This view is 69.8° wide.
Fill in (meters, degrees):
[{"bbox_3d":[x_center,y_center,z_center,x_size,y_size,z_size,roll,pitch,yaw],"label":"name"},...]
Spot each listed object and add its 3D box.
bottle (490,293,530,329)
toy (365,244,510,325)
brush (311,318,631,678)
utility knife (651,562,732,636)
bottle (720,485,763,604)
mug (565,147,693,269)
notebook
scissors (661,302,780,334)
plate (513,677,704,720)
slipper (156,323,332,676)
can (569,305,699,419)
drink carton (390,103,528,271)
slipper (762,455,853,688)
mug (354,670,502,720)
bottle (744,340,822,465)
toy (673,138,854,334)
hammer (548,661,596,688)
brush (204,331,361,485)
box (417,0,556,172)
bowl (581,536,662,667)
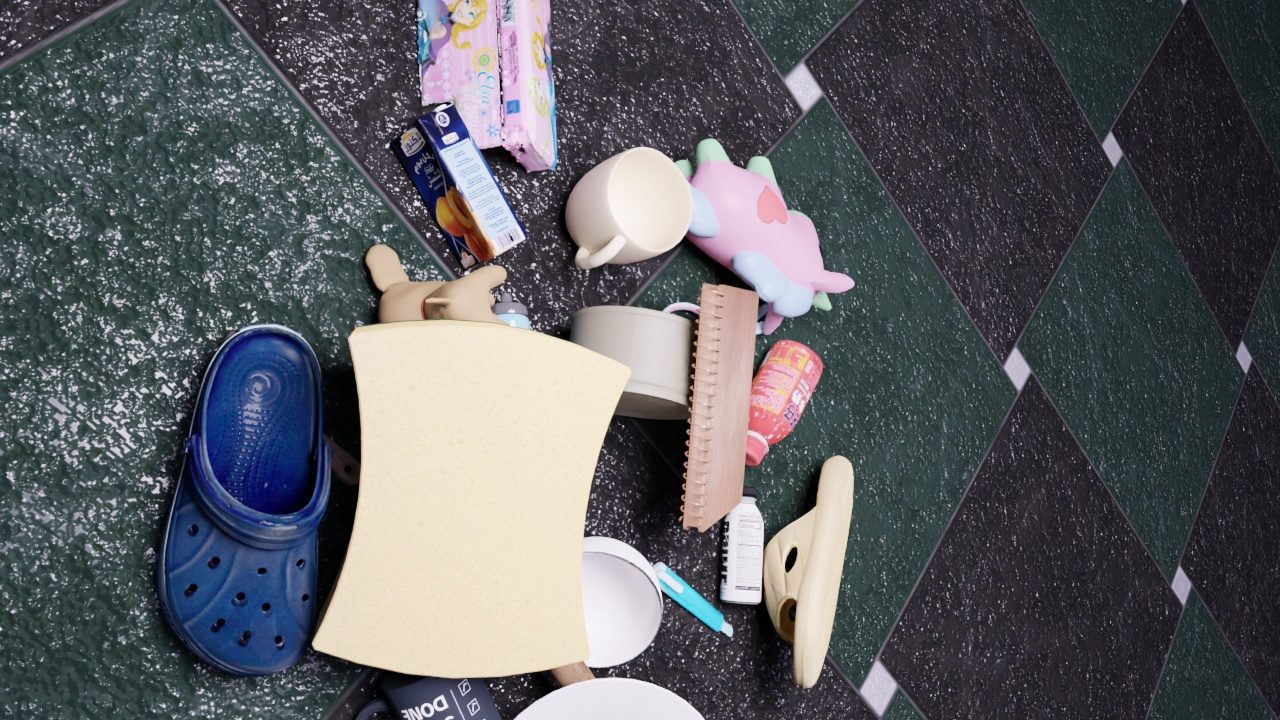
[{"bbox_3d":[-0.115,0.005,0.807,0.040,0.040,0.130,0,82,-35],"label":"bottle"},{"bbox_3d":[-0.162,-0.039,0.748,0.105,0.108,0.134,-3,83,-52],"label":"toy"},{"bbox_3d":[-0.124,0.098,0.674,0.195,0.075,0.250,7,95,-15],"label":"brush"},{"bbox_3d":[0.052,0.239,0.899,0.124,0.015,0.022,45,73,-23],"label":"utility knife"},{"bbox_3d":[0.103,0.185,0.926,0.041,0.041,0.116,12,75,-33],"label":"bottle"},{"bbox_3d":[-0.024,-0.130,0.856,0.096,0.100,0.120,43,63,-24],"label":"mug"},{"bbox_3d":[0.074,0.039,0.838,0.169,0.022,0.210,-5,100,-72],"label":"notebook"},{"bbox_3d":[0.085,-0.042,0.970,0.178,0.016,0.105,-34,101,-33],"label":"scissors"},{"bbox_3d":[-0.031,0.359,0.757,0.208,0.015,0.208,-1,97,-9],"label":"plate"},{"bbox_3d":[-0.273,0.097,0.645,0.105,0.095,0.252,5,82,-33],"label":"slipper"},{"bbox_3d":[-0.005,0.005,0.830,0.127,0.128,0.073,16,75,-32],"label":"can"},{"bbox_3d":[-0.157,-0.147,0.790,0.040,0.064,0.130,-38,104,-36],"label":"drink carton"},{"bbox_3d":[0.165,0.199,0.936,0.260,0.079,0.111,-65,155,-44],"label":"slipper"},{"bbox_3d":[-0.169,0.277,0.713,0.105,0.071,0.077,-24,96,-8],"label":"mug"},{"bbox_3d":[0.138,0.047,0.962,0.062,0.062,0.137,43,62,-21],"label":"bottle"},{"bbox_3d":[0.110,-0.127,0.937,0.221,0.120,0.171,9,61,-42],"label":"toy"},{"bbox_3d":[-0.042,0.283,0.771,0.129,0.040,0.322,-32,102,0],"label":"hammer"},{"bbox_3d":[-0.271,0.043,0.710,0.151,0.012,0.038,48,60,-20],"label":"brush"},{"bbox_3d":[-0.141,-0.292,0.847,0.086,0.106,0.230,28,58,-76],"label":"box"},{"bbox_3d":[-0.037,0.202,0.799,0.113,0.063,0.113,1,108,2],"label":"bowl"}]
